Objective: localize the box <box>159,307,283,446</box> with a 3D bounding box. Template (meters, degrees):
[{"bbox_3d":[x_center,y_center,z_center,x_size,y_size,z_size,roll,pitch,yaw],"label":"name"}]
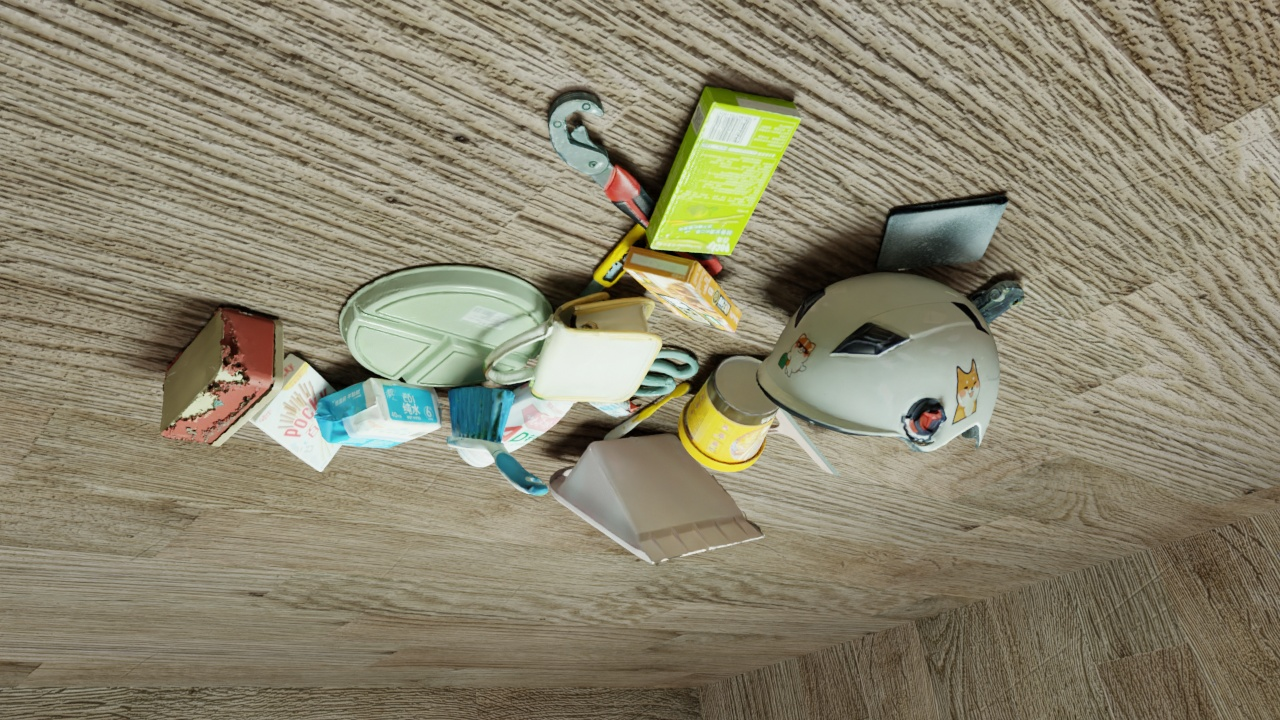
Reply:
[{"bbox_3d":[-0.445,0.020,0.953,0.080,0.091,0.169,15,144,-42],"label":"box"}]

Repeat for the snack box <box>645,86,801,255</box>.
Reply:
[{"bbox_3d":[0.068,-0.159,0.799,0.085,0.026,0.157,2,138,-22],"label":"snack box"}]

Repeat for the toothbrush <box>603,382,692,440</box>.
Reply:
[{"bbox_3d":[0.008,0.075,1.263,0.018,0.016,0.192,5,150,-41],"label":"toothbrush"}]

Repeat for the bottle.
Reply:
[{"bbox_3d":[-0.148,0.069,1.157,0.197,0.068,0.068,-30,145,28],"label":"bottle"}]

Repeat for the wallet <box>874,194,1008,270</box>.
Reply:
[{"bbox_3d":[0.312,-0.133,0.961,0.121,0.019,0.097,-7,150,0],"label":"wallet"}]

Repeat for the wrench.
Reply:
[{"bbox_3d":[0.000,-0.145,0.828,0.056,0.016,0.273,-22,144,22],"label":"wrench"}]

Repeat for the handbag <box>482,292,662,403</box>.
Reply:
[{"bbox_3d":[-0.080,-0.013,1.002,0.178,0.063,0.164,0,151,-18],"label":"handbag"}]

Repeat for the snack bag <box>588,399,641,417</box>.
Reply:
[{"bbox_3d":[-0.042,0.052,1.193,0.048,0.026,0.104,-21,149,27],"label":"snack bag"}]

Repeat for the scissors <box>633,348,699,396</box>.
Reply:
[{"bbox_3d":[-0.022,0.018,1.147,0.185,0.019,0.132,3,150,-17],"label":"scissors"}]

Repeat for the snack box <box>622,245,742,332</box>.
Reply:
[{"bbox_3d":[0.046,-0.071,0.932,0.075,0.026,0.153,17,172,26],"label":"snack box"}]

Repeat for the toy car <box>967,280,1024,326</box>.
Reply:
[{"bbox_3d":[0.414,-0.066,1.094,0.043,0.034,0.091,10,145,-27],"label":"toy car"}]

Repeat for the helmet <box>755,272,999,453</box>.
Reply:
[{"bbox_3d":[0.272,-0.015,0.992,0.273,0.230,0.157,5,112,-30],"label":"helmet"}]

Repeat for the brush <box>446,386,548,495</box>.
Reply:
[{"bbox_3d":[-0.157,0.082,1.004,0.060,0.109,0.315,13,171,-26],"label":"brush"}]

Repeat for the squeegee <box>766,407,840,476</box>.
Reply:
[{"bbox_3d":[0.131,0.122,1.360,0.250,0.040,0.247,-18,136,27],"label":"squeegee"}]

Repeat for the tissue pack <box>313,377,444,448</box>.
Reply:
[{"bbox_3d":[-0.305,0.061,1.081,0.090,0.063,0.140,-21,165,20],"label":"tissue pack"}]

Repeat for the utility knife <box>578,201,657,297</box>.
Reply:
[{"bbox_3d":[-0.012,-0.105,0.920,0.033,0.015,0.196,13,145,-29],"label":"utility knife"}]

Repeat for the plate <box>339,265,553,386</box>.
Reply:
[{"bbox_3d":[-0.207,-0.029,0.997,0.230,0.027,0.231,-7,153,-4],"label":"plate"}]

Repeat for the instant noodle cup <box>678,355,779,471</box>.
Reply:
[{"bbox_3d":[0.119,0.063,1.175,0.118,0.118,0.115,1,142,-17],"label":"instant noodle cup"}]

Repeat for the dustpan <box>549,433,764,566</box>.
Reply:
[{"bbox_3d":[0.003,0.208,1.292,0.222,0.273,0.139,1,133,-41],"label":"dustpan"}]

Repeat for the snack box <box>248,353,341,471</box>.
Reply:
[{"bbox_3d":[-0.388,0.064,1.064,0.027,0.084,0.157,27,161,21],"label":"snack box"}]
